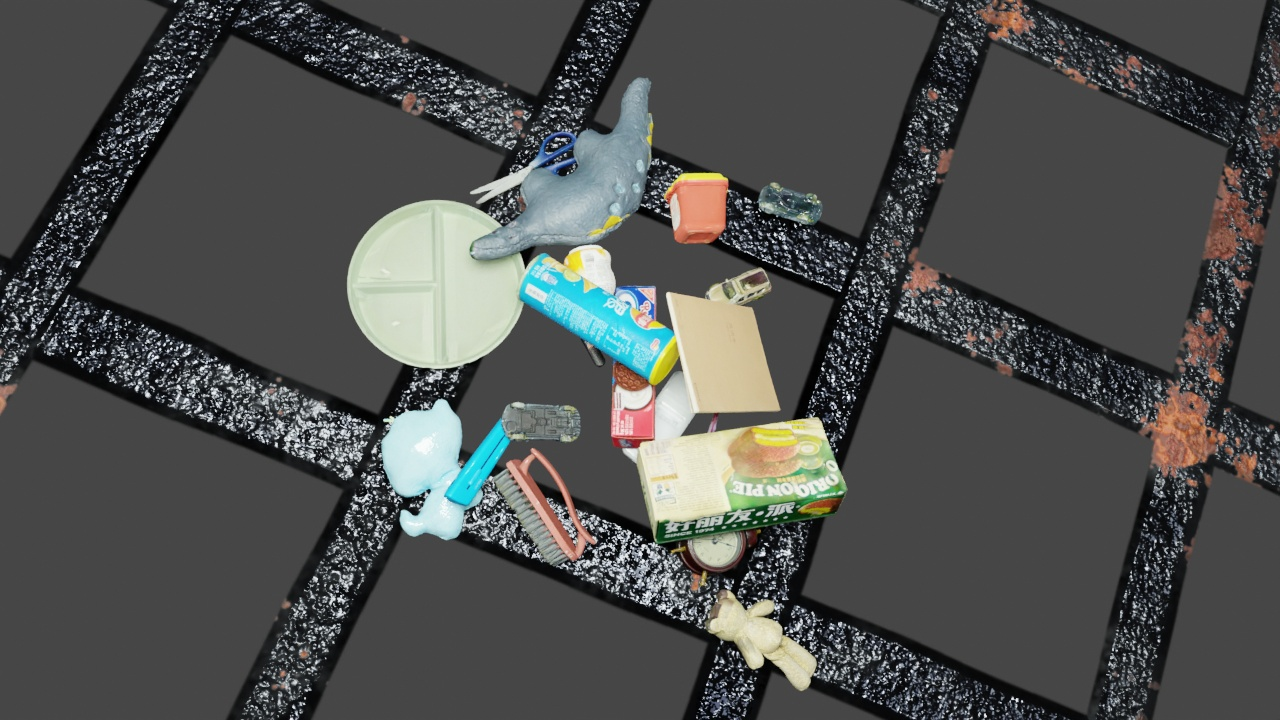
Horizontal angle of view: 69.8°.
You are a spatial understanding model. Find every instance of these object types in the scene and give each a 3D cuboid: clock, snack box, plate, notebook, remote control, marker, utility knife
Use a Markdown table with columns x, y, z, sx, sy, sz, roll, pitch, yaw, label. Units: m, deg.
| x | y | z | sx | sy | sz | roll | pitch | yaw | label |
| --- | --- | --- | --- | --- | --- | --- | --- | --- | --- |
| 0.099 | 0.222 | 1.164 | 0.121 | 0.055 | 0.082 | -41 | 85 | -16 | clock |
| -0.007 | 0.007 | 1.188 | 0.057 | 0.058 | 0.207 | 0 | 71 | 3 | snack box |
| 0.122 | 0.146 | 1.137 | 0.240 | 0.063 | 0.114 | -8 | 53 | -10 | snack box |
| -0.265 | -0.099 | 1.204 | 0.230 | 0.027 | 0.230 | 2 | 77 | -7 | plate |
| 0.107 | -0.006 | 1.166 | 0.012 | 0.211 | 0.149 | -20 | 76 | 33 | notebook |
| 0.033 | 0.080 | 1.206 | 0.056 | 0.020 | 0.135 | 35 | 76 | 3 | remote control |
| 0.076 | -0.204 | 1.244 | 0.082 | 0.091 | 0.080 | -2 | 84 | -8 | snack box |
| -0.080 | -0.046 | 1.224 | 0.018 | 0.015 | 0.124 | -28 | 85 | -12 | marker |
| -0.190 | 0.116 | 1.151 | 0.034 | 0.018 | 0.160 | 47 | 54 | -21 | utility knife |

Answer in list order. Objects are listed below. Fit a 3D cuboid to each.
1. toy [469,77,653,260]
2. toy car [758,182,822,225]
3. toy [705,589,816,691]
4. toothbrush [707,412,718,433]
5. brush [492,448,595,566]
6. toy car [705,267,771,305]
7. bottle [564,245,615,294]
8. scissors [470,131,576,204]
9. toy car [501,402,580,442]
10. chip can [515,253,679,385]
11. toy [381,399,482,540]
| x | y | z | sx | sy | sz | roll | pitch | yaw | label |
| --- | --- | --- | --- | --- | --- | --- | --- | --- | --- |
| -0.074 | -0.229 | 1.225 | 0.138 | 0.091 | 0.355 | 45 | 74 | -2 | toy |
| 0.210 | -0.218 | 1.292 | 0.090 | 0.034 | 0.043 | 16 | 78 | -2 | toy car |
| 0.152 | 0.351 | 1.143 | 0.157 | 0.066 | 0.104 | 36 | 42 | -3 | toy |
| 0.095 | 0.105 | 1.212 | 0.017 | 0.016 | 0.187 | 22 | 74 | -12 | toothbrush |
| -0.117 | 0.184 | 1.140 | 0.069 | 0.063 | 0.146 | -34 | 84 | 0 | brush |
| 0.133 | -0.096 | 1.254 | 0.090 | 0.035 | 0.042 | -23 | 79 | -9 | toy car |
| -0.064 | -0.095 | 1.212 | 0.063 | 0.063 | 0.108 | -9 | 79 | -10 | bottle |
| -0.147 | -0.250 | 1.264 | 0.126 | 0.012 | 0.173 | 34 | 76 | 1 | scissors |
| -0.128 | 0.081 | 1.175 | 0.105 | 0.031 | 0.049 | 5 | 73 | -22 | toy car |
| -0.051 | -0.053 | 1.142 | 0.210 | 0.071 | 0.071 | 32 | 74 | 14 | chip can |
| -0.264 | 0.132 | 1.139 | 0.156 | 0.050 | 0.161 | 35 | 75 | -10 | toy |
